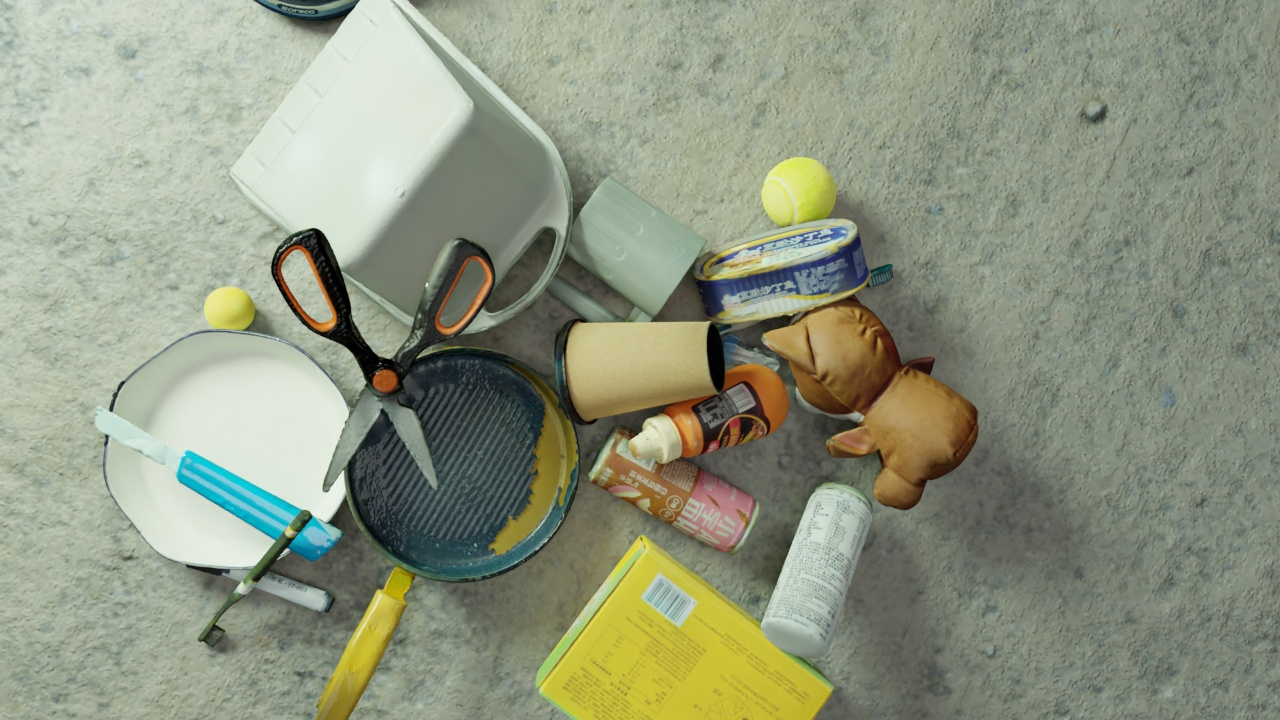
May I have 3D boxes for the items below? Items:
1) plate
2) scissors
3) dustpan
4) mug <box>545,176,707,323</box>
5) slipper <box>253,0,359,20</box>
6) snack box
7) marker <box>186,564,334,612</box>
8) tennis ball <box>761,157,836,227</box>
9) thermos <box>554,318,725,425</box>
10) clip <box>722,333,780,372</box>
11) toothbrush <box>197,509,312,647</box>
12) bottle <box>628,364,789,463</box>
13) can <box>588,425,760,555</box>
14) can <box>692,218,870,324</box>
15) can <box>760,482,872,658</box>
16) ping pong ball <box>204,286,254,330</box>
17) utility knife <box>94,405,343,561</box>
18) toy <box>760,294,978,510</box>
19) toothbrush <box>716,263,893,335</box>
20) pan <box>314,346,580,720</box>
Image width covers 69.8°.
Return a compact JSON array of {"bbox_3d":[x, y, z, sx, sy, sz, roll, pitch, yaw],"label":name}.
[{"bbox_3d":[-0.347,0.075,0.790,0.205,0.045,0.205,0,89,-4],"label":"plate"},{"bbox_3d":[-0.198,-0.008,0.707,0.221,0.022,0.232,-44,112,-5],"label":"scissors"},{"bbox_3d":[-0.188,-0.151,0.783,0.223,0.142,0.258,-49,54,6],"label":"dustpan"},{"bbox_3d":[-0.017,-0.084,0.809,0.103,0.083,0.124,35,111,-2],"label":"mug"},{"bbox_3d":[-0.236,-0.379,0.784,0.252,0.095,0.105,-26,89,-8],"label":"slipper"},{"bbox_3d":[0.037,0.279,0.805,0.210,0.070,0.157,37,87,-4],"label":"snack box"},{"bbox_3d":[-0.332,0.193,0.801,0.130,0.022,0.018,22,131,-3],"label":"marker"},{"bbox_3d":[0.142,-0.149,0.823,0.065,0.065,0.065,0,89,-5],"label":"tennis ball"},{"bbox_3d":[-0.005,0.005,0.776,0.143,0.093,0.093,-7,89,18],"label":"thermos"},{"bbox_3d":[0.100,-0.003,0.838,0.058,0.036,0.026,17,125,-7],"label":"clip"},{"bbox_3d":[-0.322,0.185,0.766,0.017,0.012,0.186,40,114,-10],"label":"toothbrush"},{"bbox_3d":[0.056,0.052,0.794,0.149,0.067,0.067,-21,91,-25],"label":"bottle"},{"bbox_3d":[0.029,0.115,0.813,0.147,0.058,0.058,29,87,-4],"label":"can"},{"bbox_3d":[0.120,-0.077,0.797,0.148,0.074,0.049,-12,121,19],"label":"can"},{"bbox_3d":[0.154,0.179,0.791,0.058,0.058,0.146,32,56,-4],"label":"can"},{"bbox_3d":[-0.355,-0.044,0.793,0.040,0.040,0.040,0,89,-5],"label":"ping pong ball"},{"bbox_3d":[-0.350,0.100,0.755,0.223,0.018,0.034,32,88,-5],"label":"utility knife"},{"bbox_3d":[0.196,0.023,0.805,0.199,0.131,0.139,47,46,-7],"label":"toy"},{"bbox_3d":[0.147,-0.052,0.847,0.191,0.016,0.018,-20,101,-5],"label":"toothbrush"},{"bbox_3d":[-0.183,0.156,0.755,0.197,0.078,0.357,31,79,-15],"label":"pan"}]
